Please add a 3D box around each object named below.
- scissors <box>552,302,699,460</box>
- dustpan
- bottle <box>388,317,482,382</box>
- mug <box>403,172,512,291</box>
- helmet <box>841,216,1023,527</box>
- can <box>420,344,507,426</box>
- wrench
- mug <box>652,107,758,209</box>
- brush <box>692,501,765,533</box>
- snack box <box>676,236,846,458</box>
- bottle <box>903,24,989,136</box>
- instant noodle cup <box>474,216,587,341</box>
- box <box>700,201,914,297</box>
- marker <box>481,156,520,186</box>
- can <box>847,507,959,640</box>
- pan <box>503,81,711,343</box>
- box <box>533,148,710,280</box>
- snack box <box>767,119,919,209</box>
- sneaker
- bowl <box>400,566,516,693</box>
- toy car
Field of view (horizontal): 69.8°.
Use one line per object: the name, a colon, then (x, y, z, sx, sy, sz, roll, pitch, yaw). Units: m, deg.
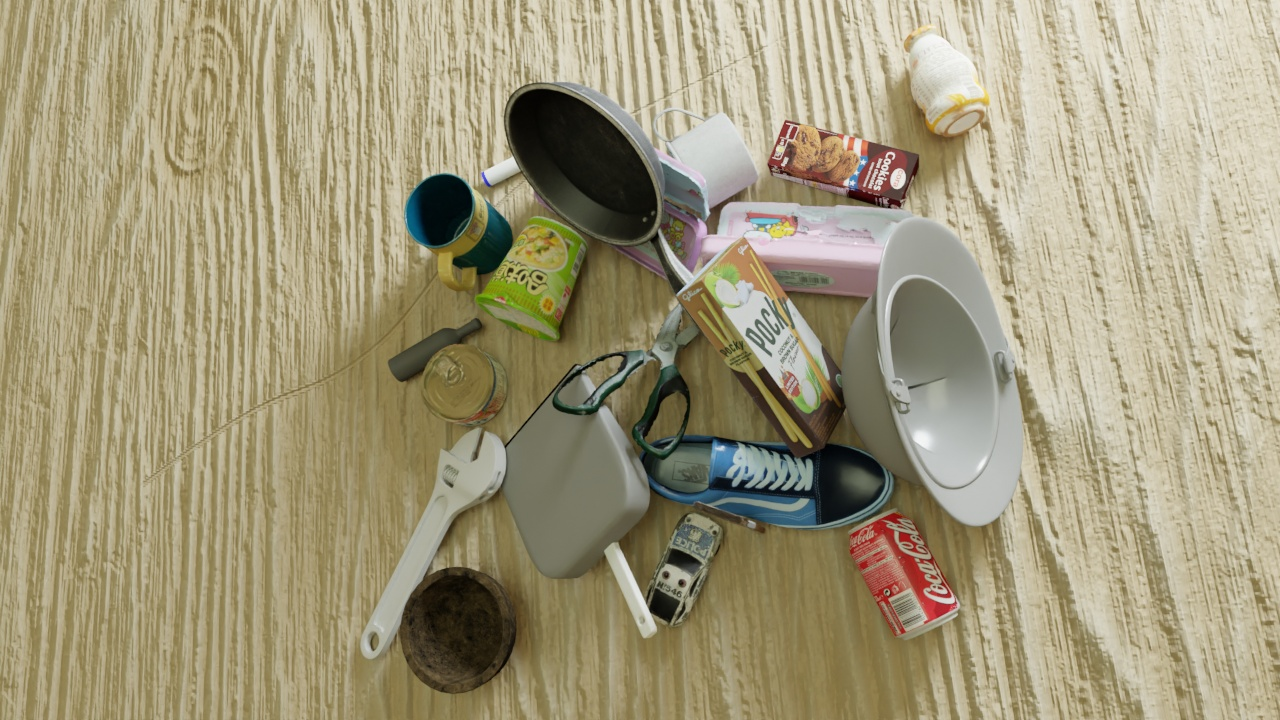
scissors: (-0.008, 0.002, 0.912, 0.147, 0.015, 0.209, 12, 48, 8)
dustpan: (-0.051, 0.153, 0.893, 0.163, 0.033, 0.257, -48, 52, 27)
bottle: (-0.227, -0.015, 1.027, 0.113, 0.030, 0.030, -29, 71, 9)
mug: (-0.197, -0.131, 1.004, 0.083, 0.107, 0.113, -3, 77, 14)
helmet: (0.238, 0.017, 0.830, 0.118, 0.183, 0.271, -17, 86, 53)
can: (-0.192, 0.027, 1.000, 0.086, 0.043, 0.086, -4, 77, 16)
wrench: (-0.223, 0.198, 0.977, 0.087, 0.018, 0.273, 25, 88, 37)
mug: (0.067, -0.217, 0.948, 0.070, 0.084, 0.113, -30, 99, 6)
brush: (0.093, 0.147, 0.835, 0.045, 0.143, 0.008, 16, 81, 28)
snack box: (0.119, -0.014, 0.845, 0.032, 0.100, 0.186, -30, 101, 40)
bottle: (0.299, -0.279, 0.910, 0.063, 0.063, 0.108, -22, 72, 11)
instant noodle cup: (-0.109, -0.090, 0.981, 0.099, 0.099, 0.107, 20, 75, 20)
box: (0.167, -0.123, 0.911, 0.202, 0.087, 0.102, 6, 67, 18)
marker: (-0.116, -0.238, 1.050, 0.142, 0.020, 0.020, -24, 72, 11)
can: (0.234, 0.191, 0.825, 0.064, 0.064, 0.104, -29, 72, 9)
pan: (0.005, -0.127, 0.895, 0.357, 0.188, 0.055, 45, 63, -11)
box: (-0.022, -0.183, 0.956, 0.214, 0.150, 0.048, 33, 55, 20)
snack box: (0.206, -0.199, 0.937, 0.141, 0.031, 0.051, 21, 85, 20)
sneaker: (0.112, 0.112, 0.861, 0.241, 0.098, 0.083, 2, 79, 17)
bowl: (-0.177, 0.272, 0.935, 0.121, 0.056, 0.121, -4, 77, 16)
toy car: (0.040, 0.203, 0.894, 0.048, 0.040, 0.112, 23, 85, 19)
